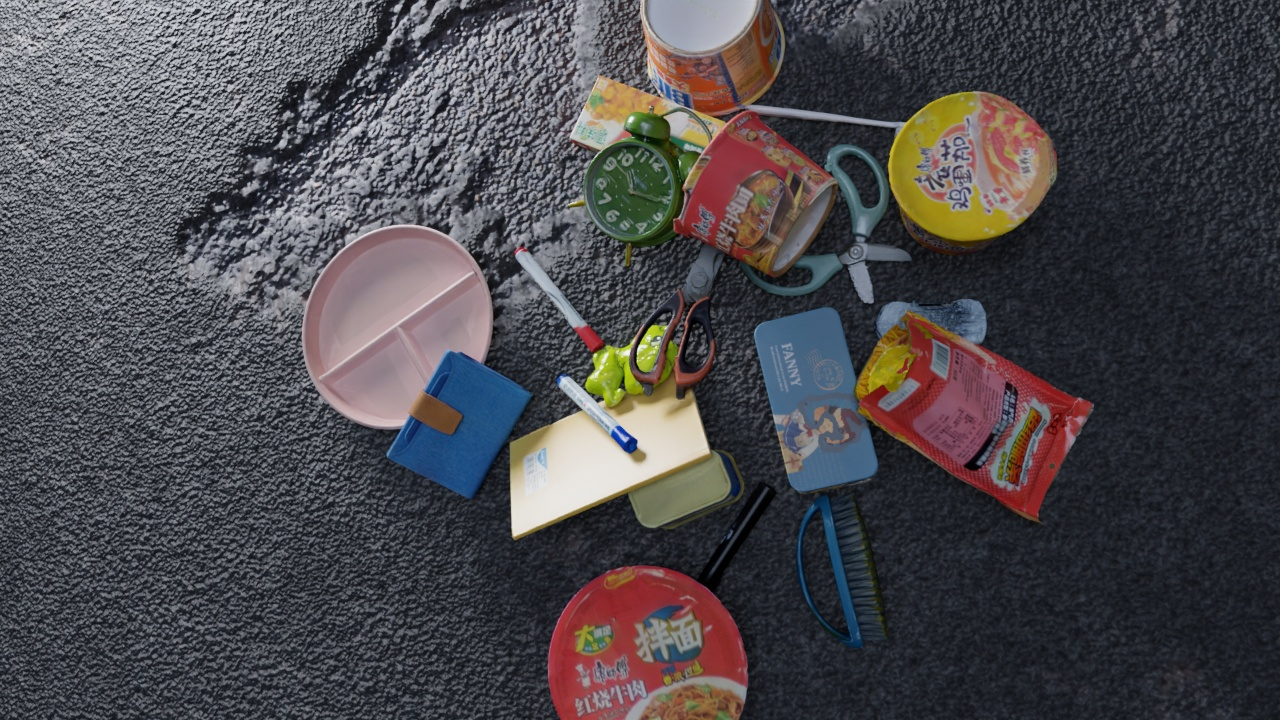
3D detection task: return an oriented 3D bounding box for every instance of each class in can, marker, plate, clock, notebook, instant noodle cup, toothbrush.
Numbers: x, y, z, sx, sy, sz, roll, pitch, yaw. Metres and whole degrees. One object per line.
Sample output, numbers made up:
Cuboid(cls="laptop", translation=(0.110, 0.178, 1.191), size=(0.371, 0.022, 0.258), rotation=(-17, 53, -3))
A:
Cuboid(cls="can", translation=(0.045, 0.125, 0.894), size=(0.102, 0.083, 0.057), rotation=(-24, 77, 8))
Cuboid(cls="marker", translation=(0.092, 0.180, 0.908), size=(0.022, 0.020, 0.132), rotation=(33, 90, -1))
Cuboid(cls="plate", translation=(-0.268, -0.037, 1.020), size=(0.230, 0.028, 0.229), rotation=(-2, 82, 14))
Cuboid(cls="clock", translation=(0.008, -0.186, 0.940), size=(0.116, 0.056, 0.161), rotation=(46, 112, 7))
Cuboid(cls="notebook", translation=(-0.037, 0.087, 0.907), size=(0.206, 0.010, 0.145), rotation=(-24, 34, 8))
Cuboid(cls="instant noodle cup", translation=(0.011, 0.294, 0.886), size=(0.194, 0.066, 0.193), rotation=(-2, 80, 13))
Cuboid(cls="marker", translation=(-0.089, -0.067, 0.988), size=(0.017, 0.017, 0.145), rotation=(-41, 75, 4))
Cuboid(cls="instant noodle cup", translation=(0.069, -0.344, 0.945), size=(0.151, 0.111, 0.151), rotation=(-2, 81, 12))
Cuboid(cls="instant noodle cup", translation=(0.303, -0.164, 0.865), size=(0.138, 0.109, 0.138), rotation=(-2, 81, 13))
Cuboid(cls="marker", translation=(-0.046, 0.051, 0.923), size=(0.017, 0.017, 0.146), rotation=(-52, 42, 1))
Cuboid(cls="toothbrush", translation=(0.197, -0.248, 0.951), size=(0.180, 0.016, 0.016), rotation=(12, 90, 14))
Cuboid(cls="instant noodle cup", translation=(0.116, -0.154, 0.883), size=(0.108, 0.138, 0.138), rotation=(36, 90, 16))

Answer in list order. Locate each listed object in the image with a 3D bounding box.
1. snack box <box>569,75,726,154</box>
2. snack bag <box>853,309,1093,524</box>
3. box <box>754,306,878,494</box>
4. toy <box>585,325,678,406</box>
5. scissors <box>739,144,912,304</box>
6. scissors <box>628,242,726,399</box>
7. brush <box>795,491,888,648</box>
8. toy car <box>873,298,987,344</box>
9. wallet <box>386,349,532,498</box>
Cuboid(cls="snack box", translation=(0.009, -0.243, 0.987), size=(0.156, 0.027, 0.077), rotation=(24, 89, 15))
Cuboid(cls="snack bag", translation=(0.305, 0.049, 0.838), size=(0.208, 0.073, 0.128), rotation=(28, 81, -9))
Cuboid(cls="box", translation=(0.169, 0.035, 0.890), size=(0.090, 0.063, 0.184), rotation=(-16, 80, 9))
Cuboid(cls="toy", translation=(-0.006, 0.006, 0.946), size=(0.100, 0.031, 0.096), rotation=(1, 61, 27))
Cuboid(cls="scissors", translation=(0.183, -0.135, 0.936), size=(0.170, 0.019, 0.174), rotation=(-7, 81, 11))
Cuboid(cls="scissors", translation=(0.068, -0.061, 0.929), size=(0.209, 0.015, 0.182), rotation=(-28, 70, -6))
Cuboid(cls="brush", translation=(0.185, 0.199, 0.865), size=(0.073, 0.055, 0.143), rotation=(-14, 79, 10))
Cuboid(cls="toy car", translation=(0.281, -0.035, 0.891), size=(0.106, 0.031, 0.049), rotation=(-3, 80, 13))
Cuboid(cls="wallet", translation=(-0.189, 0.067, 0.963), size=(0.106, 0.040, 0.133), rotation=(30, 90, -16))
